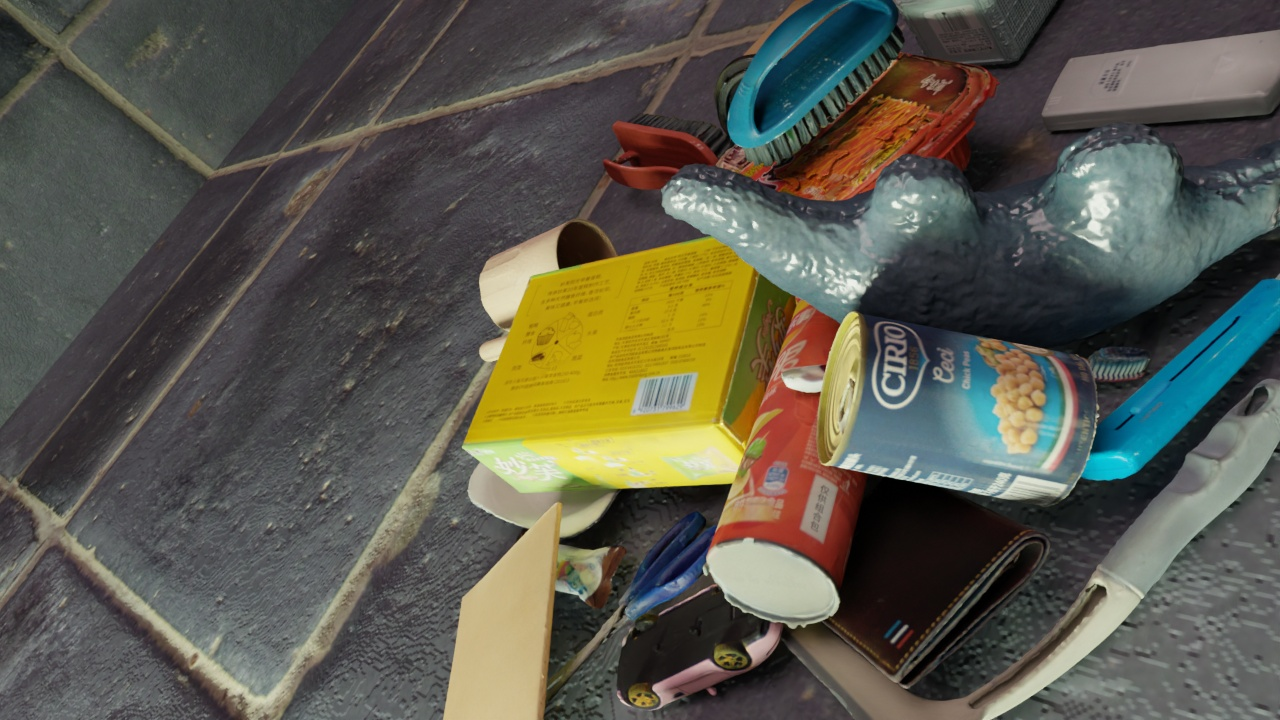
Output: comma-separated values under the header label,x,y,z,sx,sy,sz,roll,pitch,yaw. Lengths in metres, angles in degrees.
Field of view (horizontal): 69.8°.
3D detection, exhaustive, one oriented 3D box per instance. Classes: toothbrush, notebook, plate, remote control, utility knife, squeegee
label,x,y,z,sx,sy,sz,roll,pitch,yaw
toothbrush,0.168,0.005,0.479,0.187,0.017,0.016,-2,49,4
notebook,-0.093,0.211,0.569,0.150,0.012,0.211,-48,28,38
plate,-0.046,0.060,0.700,0.164,0.034,0.164,8,61,48
remote control,0.326,-0.172,0.572,0.135,0.019,0.056,9,62,49
utility knife,0.270,0.000,0.438,0.166,0.018,0.034,-39,11,-11
squeegee,0.205,0.100,0.410,0.246,0.039,0.246,-41,17,-6

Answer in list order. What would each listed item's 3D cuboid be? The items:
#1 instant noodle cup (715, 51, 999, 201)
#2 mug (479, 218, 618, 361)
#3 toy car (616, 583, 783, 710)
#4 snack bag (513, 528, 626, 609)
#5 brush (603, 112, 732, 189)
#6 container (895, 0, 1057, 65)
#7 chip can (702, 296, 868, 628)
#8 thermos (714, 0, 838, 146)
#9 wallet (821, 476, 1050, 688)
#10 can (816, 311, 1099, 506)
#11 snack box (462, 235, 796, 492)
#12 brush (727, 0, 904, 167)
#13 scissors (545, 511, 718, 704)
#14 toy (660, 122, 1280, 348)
label,x,y,z,sx,sy,sz,roll,pitch,yaw
instant noodle cup,0.155,-0.146,0.665,0.164,0.079,0.189,-45,34,1
mug,-0.087,-0.056,0.815,0.104,0.084,0.124,-15,45,39
toy car,0.034,0.161,0.522,0.123,0.037,0.056,-37,28,34
snack bag,-0.053,0.144,0.633,0.105,0.026,0.045,-2,53,43
brush,0.024,-0.185,0.849,0.069,0.063,0.146,-42,36,-16
container,0.262,-0.289,0.696,0.090,0.090,0.111,17,71,51
chip can,0.100,0.037,0.517,0.073,0.073,0.216,-13,37,36
thermos,0.127,-0.250,0.796,0.093,0.093,0.143,-4,44,43
wallet,0.131,0.103,0.459,0.096,0.020,0.122,-41,15,-7
can,0.148,0.023,0.439,0.111,0.075,0.075,11,52,0
snack box,-0.004,0.004,0.626,0.211,0.070,0.157,-8,51,35
brush,0.116,-0.202,0.628,0.144,0.073,0.055,-42,45,1
scissors,-0.008,0.153,0.547,0.147,0.012,0.168,-35,12,49
toy,0.194,-0.063,0.481,0.356,0.138,0.091,-6,42,6
